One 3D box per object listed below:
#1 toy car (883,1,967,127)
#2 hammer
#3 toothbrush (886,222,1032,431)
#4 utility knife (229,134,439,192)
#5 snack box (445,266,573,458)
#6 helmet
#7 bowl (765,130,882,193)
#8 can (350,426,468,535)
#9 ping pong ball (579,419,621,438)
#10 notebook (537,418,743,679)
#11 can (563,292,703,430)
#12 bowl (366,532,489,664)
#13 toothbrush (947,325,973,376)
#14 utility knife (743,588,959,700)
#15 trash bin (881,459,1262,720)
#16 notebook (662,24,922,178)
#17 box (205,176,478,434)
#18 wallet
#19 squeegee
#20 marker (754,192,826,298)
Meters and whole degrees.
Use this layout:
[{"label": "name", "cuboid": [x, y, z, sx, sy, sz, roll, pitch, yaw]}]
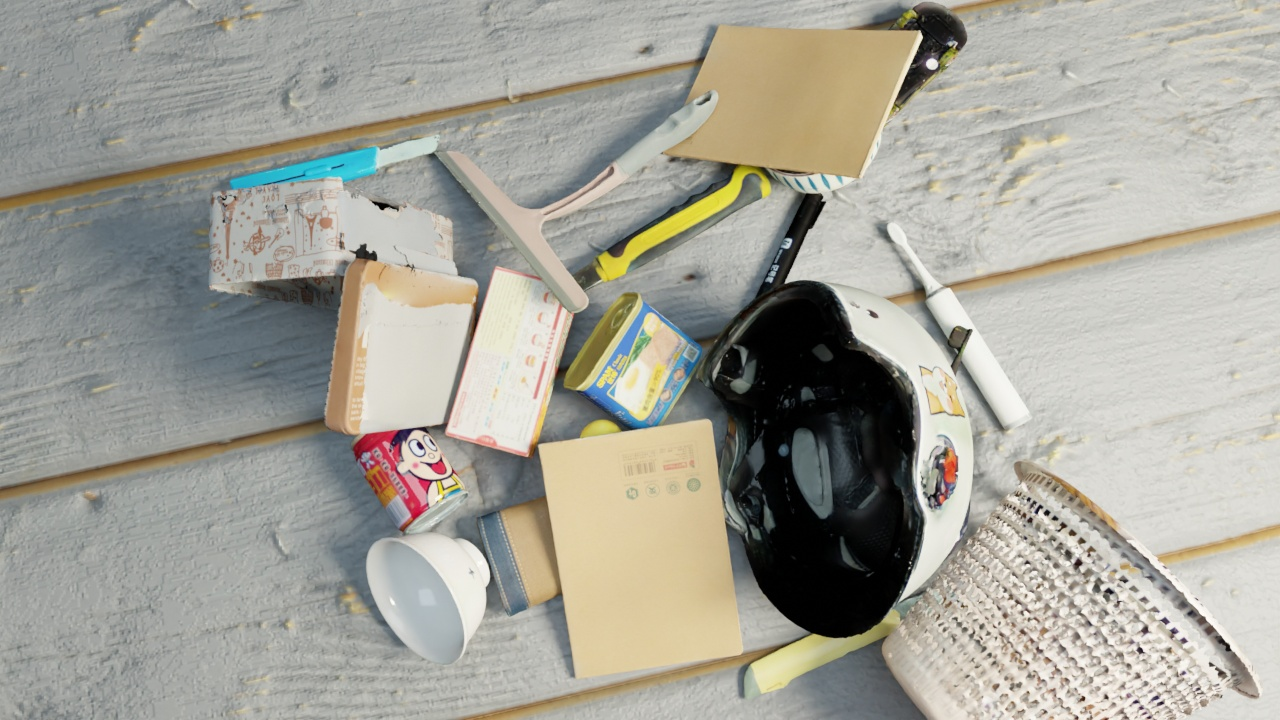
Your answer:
[{"label": "toy car", "cuboid": [0.250, -0.284, 0.895, 0.158, 0.042, 0.070, -41, 81, -5]}, {"label": "hammer", "cuboid": [-0.020, -0.091, 0.859, 0.323, 0.032, 0.126, -30, 79, -7]}, {"label": "toothbrush", "cuboid": [0.290, -0.036, 0.849, 0.027, 0.026, 0.221, -35, 77, 28]}, {"label": "utility knife", "cuboid": [-0.291, -0.185, 0.883, 0.204, 0.018, 0.034, -16, 74, -3]}, {"label": "snack box", "cuboid": [-0.112, 0.001, 0.806, 0.077, 0.027, 0.155, 14, 80, 6]}, {"label": "helmet", "cuboid": [0.175, 0.068, 0.746, 0.156, 0.231, 0.274, -8, 80, -34]}, {"label": "bowl", "cuboid": [0.171, -0.204, 0.856, 0.117, 0.066, 0.116, -13, 60, 24]}, {"label": "can", "cuboid": [-0.202, 0.097, 0.798, 0.066, 0.066, 0.094, -35, 80, -8]}, {"label": "ping pong ball", "cuboid": [-0.034, 0.073, 0.816, 0.040, 0.040, 0.040, 0, 77, 0]}, {"label": "notebook", "cuboid": [0.001, 0.161, 0.779, 0.148, 0.008, 0.207, -9, 96, -1]}, {"label": "can", "cuboid": [-0.005, 0.005, 0.810, 0.083, 0.057, 0.102, 37, 79, -22]}, {"label": "bowl", "cuboid": [-0.167, 0.187, 0.772, 0.118, 0.119, 0.064, 48, 42, 9]}, {"label": "toothbrush", "cuboid": [0.252, 0.067, 0.815, 0.027, 0.026, 0.212, 22, 84, 14]}, {"label": "utility knife", "cuboid": [0.181, 0.240, 0.791, 0.206, 0.021, 0.031, -23, 83, 1]}, {"label": "trash bin", "cuboid": [0.307, 0.222, 0.710, 0.192, 0.227, 0.227, -42, 81, 4]}, {"label": "notebook", "cuboid": [0.133, -0.244, 0.849, 0.212, 0.012, 0.149, 16, 77, 36]}, {"label": "box", "cuboid": [-0.238, -0.034, 0.765, 0.157, 0.183, 0.193, -1, 87, 20]}, {"label": "wallet", "cuboid": [-0.077, 0.161, 0.802, 0.115, 0.033, 0.090, -20, 81, -5]}, {"label": "squeegee", "cuboid": [-0.027, -0.179, 0.862, 0.249, 0.040, 0.247, -34, 59, -10]}, {"label": "marker", "cuboid": [0.140, -0.102, 0.868, 0.022, 0.020, 0.132, 32, 76, -23]}]
